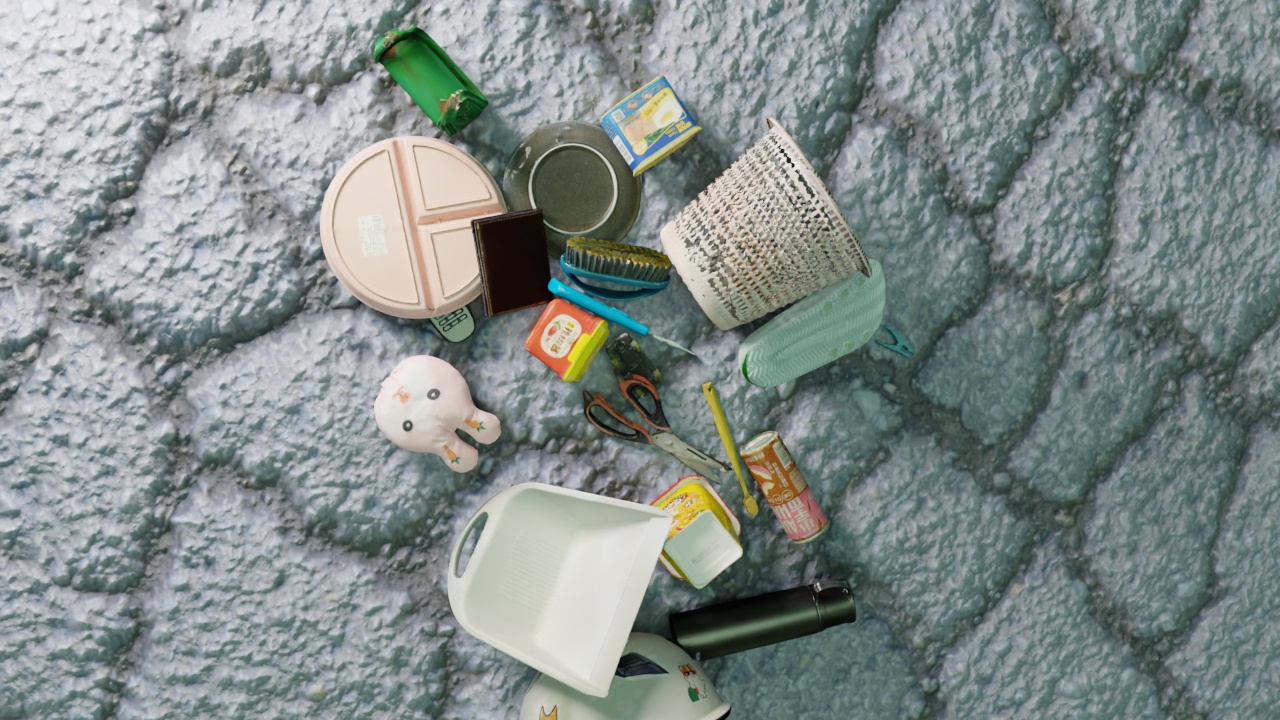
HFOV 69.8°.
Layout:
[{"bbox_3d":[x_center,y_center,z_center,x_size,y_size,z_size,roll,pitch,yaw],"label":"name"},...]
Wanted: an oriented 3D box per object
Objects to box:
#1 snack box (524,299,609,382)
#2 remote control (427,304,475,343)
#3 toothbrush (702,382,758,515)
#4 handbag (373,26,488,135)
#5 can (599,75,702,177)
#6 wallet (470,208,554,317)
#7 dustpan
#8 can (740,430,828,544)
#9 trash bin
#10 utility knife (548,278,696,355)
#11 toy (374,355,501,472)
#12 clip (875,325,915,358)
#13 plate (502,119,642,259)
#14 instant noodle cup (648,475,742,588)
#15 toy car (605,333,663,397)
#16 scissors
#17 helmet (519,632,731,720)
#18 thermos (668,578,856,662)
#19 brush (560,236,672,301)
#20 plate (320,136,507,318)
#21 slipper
[{"bbox_3d":[-0.093,-0.027,1.159,0.080,0.082,0.091,32,90,5],"label":"snack box"},{"bbox_3d":[-0.258,-0.083,1.158,0.053,0.024,0.136,-34,95,-4],"label":"remote control"},{"bbox_3d":[0.121,0.119,1.223,0.015,0.016,0.190,-21,97,-5],"label":"toothbrush"},{"bbox_3d":[-0.248,-0.334,1.089,0.068,0.120,0.131,-42,100,4],"label":"handbag"},{"bbox_3d":[0.012,-0.294,1.151,0.102,0.057,0.083,-35,95,-9],"label":"can"},{"bbox_3d":[-0.157,-0.122,1.140,0.096,0.020,0.122,-16,110,-29],"label":"wallet"},{"bbox_3d":[-0.119,0.253,1.107,0.142,0.258,0.222,31,69,-24],"label":"dustpan"},{"bbox_3d":[0.191,0.167,1.215,0.058,0.058,0.147,-31,98,-3],"label":"can"},{"bbox_3d":[0.140,-0.147,1.116,0.192,0.227,0.227,-33,98,10],"label":"trash bin"},{"bbox_3d":[-0.019,-0.051,1.178,0.216,0.034,0.018,26,95,-16],"label":"utility knife"},{"bbox_3d":[-0.255,0.069,1.161,0.159,0.054,0.121,37,91,-16],"label":"toy"},{"bbox_3d":[0.346,-0.022,1.238,0.055,0.013,0.038,32,92,-9],"label":"clip"},{"bbox_3d":[-0.085,-0.217,1.166,0.179,0.024,0.179,-1,95,-6],"label":"plate"},{"bbox_3d":[0.069,0.225,1.173,0.116,0.123,0.116,-39,99,-2],"label":"instant noodle cup"},{"bbox_3d":[-0.007,0.007,1.189,0.042,0.035,0.090,-37,109,1],"label":"toy car"},{"bbox_3d":[0.029,0.088,1.195,0.203,0.015,0.204,-2,118,6],"label":"scissors"},{"bbox_3d":[-0.038,0.418,1.136,0.275,0.229,0.156,-34,72,28],"label":"helmet"},{"bbox_3d":[0.161,0.337,1.217,0.242,0.068,0.090,-12,132,-6],"label":"thermos"},{"bbox_3d":[-0.033,-0.111,1.166,0.143,0.055,0.074,9,121,-14],"label":"brush"},{"bbox_3d":[-0.277,-0.167,1.130,0.229,0.028,0.229,0,87,-9],"label":"plate"},{"bbox_3d":[0.221,-0.047,1.186,0.245,0.074,0.104,-30,121,-19],"label":"slipper"}]
